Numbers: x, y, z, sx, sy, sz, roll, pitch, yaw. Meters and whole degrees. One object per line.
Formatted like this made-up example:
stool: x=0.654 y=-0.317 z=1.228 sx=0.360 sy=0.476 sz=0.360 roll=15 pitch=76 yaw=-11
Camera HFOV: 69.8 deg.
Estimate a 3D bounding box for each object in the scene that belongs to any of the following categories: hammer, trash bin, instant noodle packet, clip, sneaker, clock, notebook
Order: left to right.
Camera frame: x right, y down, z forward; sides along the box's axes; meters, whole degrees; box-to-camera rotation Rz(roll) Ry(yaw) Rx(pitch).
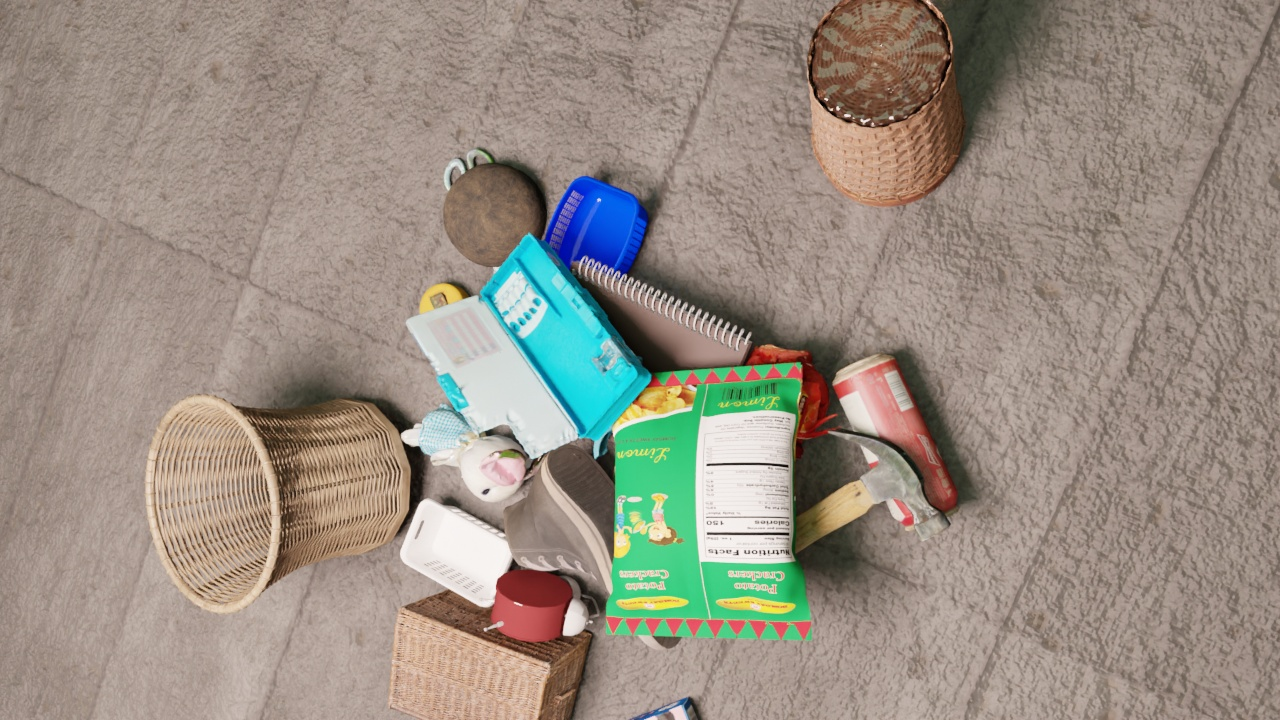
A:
clock: x=-0.107 y=0.264 z=0.991 sx=0.124 sy=0.087 sz=0.044 roll=7 pitch=104 yaw=-16
sneaker: x=-0.051 y=0.215 z=0.973 sx=0.234 sy=0.095 sz=0.120 roll=49 pitch=126 yaw=9
clip: x=-0.019 y=0.054 z=0.958 sx=0.113 sy=0.028 sz=0.127 roll=24 pitch=109 yaw=20
notebook: x=-0.006 y=0.006 z=0.968 sx=0.209 sy=0.022 sz=0.172 roll=26 pitch=108 yaw=17
instant noodle packet: x=0.060 y=0.132 z=0.873 sx=0.196 sy=0.090 sz=0.252 roll=-4 pitch=76 yaw=19
hammer: x=0.134 y=0.186 z=0.923 sx=0.331 sy=0.033 sz=0.132 roll=-38 pitch=73 yaw=26
trash bin: x=0.226 y=-0.238 z=0.856 sx=0.151 sy=0.210 sz=0.151 roll=-1 pitch=87 yaw=18

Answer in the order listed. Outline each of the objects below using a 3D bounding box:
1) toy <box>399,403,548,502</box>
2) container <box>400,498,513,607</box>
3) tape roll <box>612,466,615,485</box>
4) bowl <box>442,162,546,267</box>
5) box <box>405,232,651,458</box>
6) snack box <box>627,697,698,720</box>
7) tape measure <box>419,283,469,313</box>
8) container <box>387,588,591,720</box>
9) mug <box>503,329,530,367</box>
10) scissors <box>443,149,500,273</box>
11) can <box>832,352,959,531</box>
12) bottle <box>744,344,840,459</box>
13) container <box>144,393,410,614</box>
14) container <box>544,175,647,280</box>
toy: x=-0.191 y=0.112 z=1.040 sx=0.206 sy=0.130 sz=0.106 roll=6 pitch=110 yaw=30
container: x=-0.202 y=0.218 z=1.056 sx=0.129 sy=0.049 sz=0.081 roll=24 pitch=95 yaw=18
tape roll: x=0.018 y=0.132 z=0.999 sx=0.094 sy=0.030 sz=0.093 roll=-1 pitch=87 yaw=18
bowl: x=-0.174 y=-0.171 z=1.052 sx=0.121 sy=0.056 sz=0.121 roll=-1 pitch=87 yaw=9
box: x=-0.114 y=-0.005 z=0.936 sx=0.180 sy=0.074 sz=0.227 roll=-36 pitch=58 yaw=-3
snack box: x=0.000 y=0.434 z=0.988 sx=0.154 sy=0.033 sz=0.088 roll=-27 pitch=80 yaw=15
tape measure: x=-0.232 y=-0.063 z=1.091 sx=0.068 sy=0.030 sz=0.059 roll=-25 pitch=82 yaw=15
container: x=-0.167 y=0.338 z=1.006 sx=0.199 sy=0.113 sz=0.113 roll=13 pitch=94 yaw=19
mug: x=-0.186 y=-0.010 z=1.034 sx=0.084 sy=0.104 sz=0.112 roll=-37 pitch=78 yaw=13
scissors: x=-0.182 y=-0.168 z=1.089 sx=0.072 sy=0.033 sz=0.175 roll=-23 pitch=85 yaw=13
can: x=0.252 y=0.079 z=0.907 sx=0.067 sy=0.067 sz=0.170 roll=-26 pitch=80 yaw=15
bottle: x=0.147 y=0.040 z=0.928 sx=0.099 sy=0.099 sz=0.111 roll=14 pitch=92 yaw=18
container: x=-0.395 y=0.144 z=1.024 sx=0.227 sy=0.195 sz=0.227 roll=2 pitch=94 yaw=32
container: x=-0.048 y=-0.136 z=1.020 sx=0.096 sy=0.058 sz=0.114 roll=25 pitch=95 yaw=18
